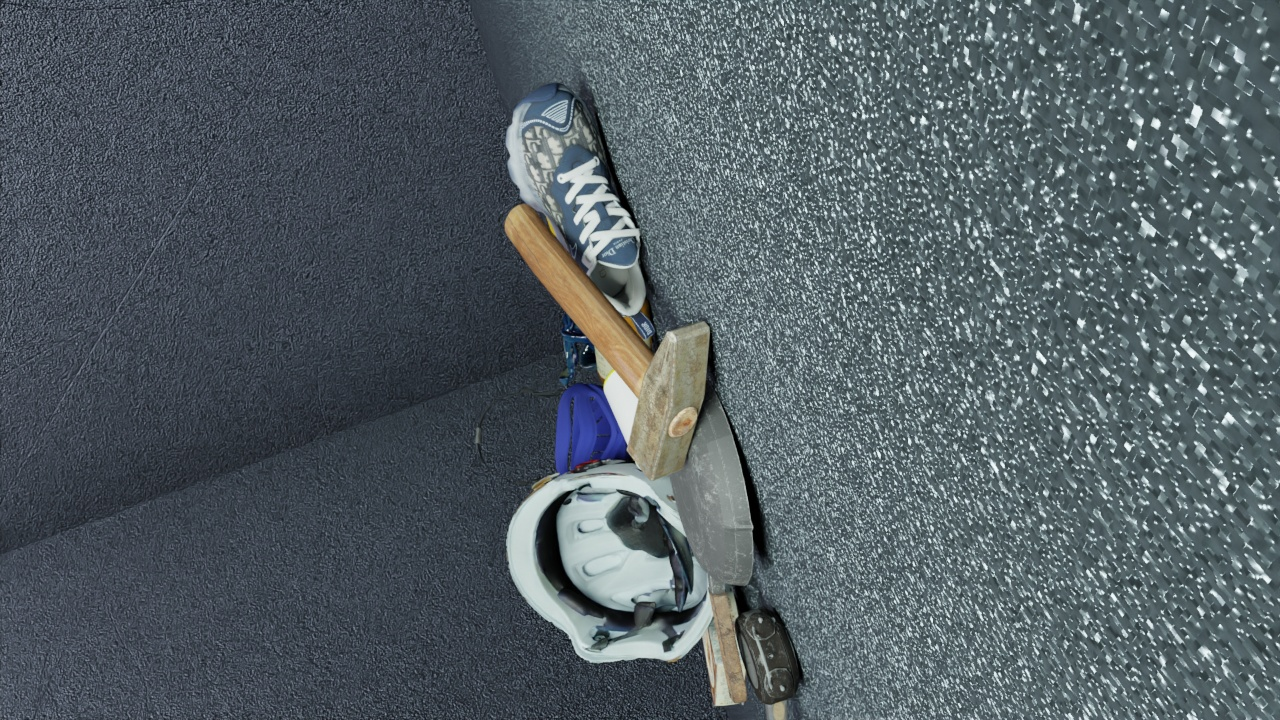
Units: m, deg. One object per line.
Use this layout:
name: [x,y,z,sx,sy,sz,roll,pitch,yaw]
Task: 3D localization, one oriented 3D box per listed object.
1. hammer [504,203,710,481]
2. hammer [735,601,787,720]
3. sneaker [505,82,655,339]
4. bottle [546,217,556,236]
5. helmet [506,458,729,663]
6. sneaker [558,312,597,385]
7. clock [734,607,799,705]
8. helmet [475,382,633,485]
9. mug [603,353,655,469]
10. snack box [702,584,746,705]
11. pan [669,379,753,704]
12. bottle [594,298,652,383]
hammer: [-0.043,-0.050,0.831,0.300,0.037,0.158,50,144,33]
hammer: [0.134,0.358,1.139,0.331,0.030,0.119,-137,40,-82]
sneaker: [-0.045,-0.143,0.920,0.132,0.103,0.270,45,159,43]
bottle: [-0.102,-0.231,1.201,0.071,0.071,0.164,-122,13,-68]
helmet: [-0.014,0.219,1.090,0.163,0.264,0.237,-29,-66,-62]
sneaker: [-0.067,-0.065,1.178,0.295,0.127,0.120,83,168,-60]
clock: [0.129,0.292,0.912,0.123,0.043,0.091,97,157,-72]
helmet: [-0.105,0.102,1.221,0.242,0.227,0.147,133,140,-78]
mug: [0.014,0.058,1.010,0.083,0.082,0.106,77,171,-54]
snack box: [0.101,0.341,1.166,0.143,0.041,0.146,84,177,-51]
pan: [0.068,0.186,0.883,0.207,0.040,0.357,-128,29,-70]
bottle: [-0.018,-0.002,1.083,0.067,0.067,0.157,-116,17,-53]
